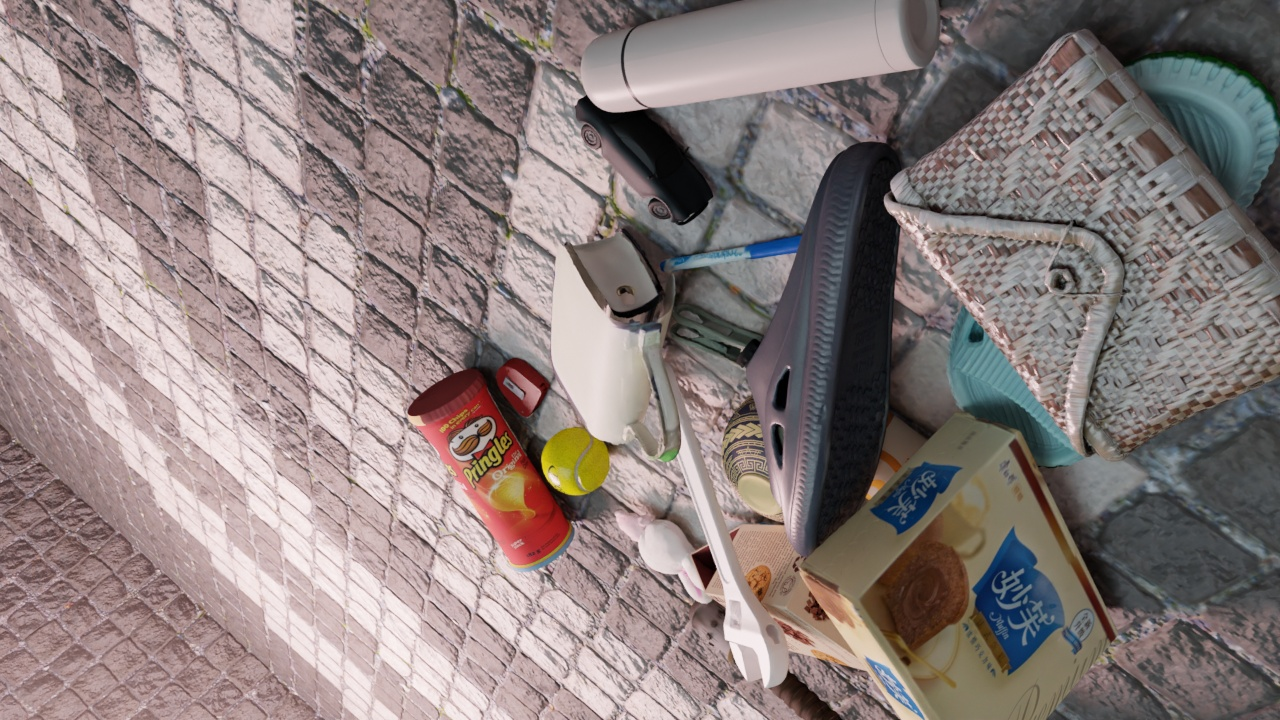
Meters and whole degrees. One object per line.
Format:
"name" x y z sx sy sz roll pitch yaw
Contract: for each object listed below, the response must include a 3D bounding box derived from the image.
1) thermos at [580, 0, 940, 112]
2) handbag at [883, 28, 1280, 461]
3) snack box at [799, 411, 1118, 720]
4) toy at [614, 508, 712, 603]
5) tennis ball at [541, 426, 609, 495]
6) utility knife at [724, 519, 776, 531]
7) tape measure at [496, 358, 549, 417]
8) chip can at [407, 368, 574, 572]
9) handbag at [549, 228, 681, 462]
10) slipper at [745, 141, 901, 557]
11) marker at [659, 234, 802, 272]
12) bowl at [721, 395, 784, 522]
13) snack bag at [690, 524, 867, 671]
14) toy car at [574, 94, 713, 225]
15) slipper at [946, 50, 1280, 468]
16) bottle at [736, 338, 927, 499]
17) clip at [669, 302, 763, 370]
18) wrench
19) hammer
"thermos" 0.058 -0.183 0.538 0.225 0.052 0.052 4 127 40
"handbag" 0.216 -0.048 0.441 0.186 0.046 0.124 53 129 6
"snack box" 0.214 0.159 0.597 0.207 0.153 0.055 55 166 -25
"toy" 0.026 0.188 0.913 0.125 0.037 0.076 38 150 20
"tennis ball" -0.062 0.098 0.889 0.065 0.065 0.065 24 137 24
"utility knife" 0.142 0.153 0.794 0.207 0.015 0.031 0 124 38
"tape measure" -0.121 0.027 0.915 0.051 0.019 0.059 40 142 6
"chip can" -0.155 0.119 0.977 0.087 0.086 0.213 -6 121 45
"handbag" -0.004 0.004 0.710 0.176 0.074 0.152 58 153 36
"slipper" 0.104 -0.001 0.573 0.083 0.110 0.268 14 112 30
"marker" 0.068 -0.076 0.659 0.142 0.013 0.013 -4 121 44
"bowl" 0.109 0.088 0.728 0.112 0.061 0.113 24 137 24
"snack bag" 0.121 0.194 0.777 0.094 0.069 0.207 37 160 -12
"toy car" 0.003 -0.143 0.630 0.112 0.046 0.034 47 146 1
"slipper" 0.239 -0.031 0.501 0.116 0.069 0.277 31 139 22
"bottle" 0.146 0.048 0.661 0.181 0.059 0.059 39 142 8
"clip" 0.057 -0.019 0.712 0.076 0.023 0.043 26 137 20
"wrench" 0.056 0.122 0.730 0.066 0.018 0.273 122 134 -57
"hammer" 0.162 0.322 0.838 0.325 0.189 0.101 35 144 41
